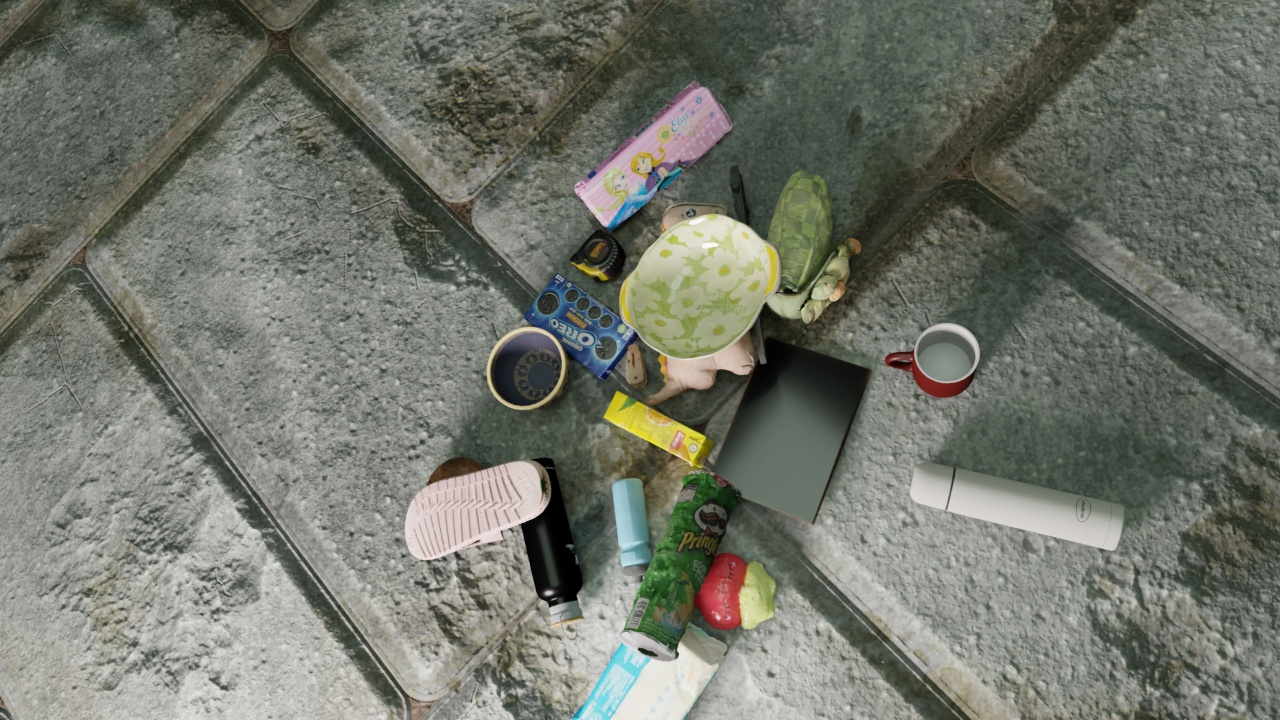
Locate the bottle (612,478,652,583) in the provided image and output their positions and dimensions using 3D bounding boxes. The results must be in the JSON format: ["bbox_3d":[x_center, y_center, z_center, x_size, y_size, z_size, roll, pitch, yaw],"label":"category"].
[{"bbox_3d":[-0.009,0.217,1.169,0.040,0.040,0.130,-11,73,12],"label":"bottle"}]

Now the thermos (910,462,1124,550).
[{"bbox_3d":[0.427,0.164,1.054,0.224,0.052,0.052,12,79,18],"label":"thermos"}]

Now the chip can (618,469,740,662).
[{"bbox_3d":[0.048,0.242,1.088,0.075,0.075,0.222,15,59,18],"label":"chip can"}]

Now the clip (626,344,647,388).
[{"bbox_3d":[-0.009,0.006,1.223,0.025,0.043,0.061,-11,78,11],"label":"clip"}]

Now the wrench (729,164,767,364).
[{"bbox_3d":[0.142,-0.129,1.203,0.018,0.073,0.273,-10,77,13],"label":"wrench"}]

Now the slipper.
[{"bbox_3d":[-0.205,0.189,1.187,0.240,0.064,0.094,-23,73,27],"label":"slipper"}]

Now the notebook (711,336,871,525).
[{"bbox_3d":[0.188,0.084,1.157,0.141,0.008,0.209,19,78,19],"label":"notebook"}]

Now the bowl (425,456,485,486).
[{"bbox_3d":[-0.238,0.188,1.247,0.102,0.026,0.114,-43,70,2],"label":"bowl"}]

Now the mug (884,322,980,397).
[{"bbox_3d":[0.348,0.001,1.102,0.106,0.082,0.073,-1,76,15],"label":"mug"}]

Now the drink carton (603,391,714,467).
[{"bbox_3d":[0.024,0.091,1.182,0.135,0.058,0.043,26,86,20],"label":"drink carton"}]

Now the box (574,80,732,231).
[{"bbox_3d":[0.007,-0.296,1.290,0.230,0.085,0.096,-41,37,3],"label":"box"}]

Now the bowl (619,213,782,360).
[{"bbox_3d":[0.082,-0.084,1.137,0.220,0.060,0.188,-11,68,28],"label":"bowl"}]

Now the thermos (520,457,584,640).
[{"bbox_3d":[-0.115,0.244,1.180,0.061,0.061,0.231,-19,72,10],"label":"thermos"}]

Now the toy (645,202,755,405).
[{"bbox_3d":[0.059,-0.085,1.216,0.196,0.065,0.264,-23,69,5],"label":"toy"}]

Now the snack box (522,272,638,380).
[{"bbox_3d":[-0.083,-0.047,1.264,0.150,0.027,0.082,36,88,21],"label":"snack box"}]

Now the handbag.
[{"bbox_3d":[0.218,-0.139,1.162,0.117,0.113,0.186,14,79,12],"label":"handbag"}]

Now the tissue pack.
[{"bbox_3d":[0.006,0.402,1.104,0.117,0.066,0.209,33,87,20],"label":"tissue pack"}]

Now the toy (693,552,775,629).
[{"bbox_3d":[0.100,0.281,1.119,0.135,0.045,0.091,6,74,19],"label":"toy"}]

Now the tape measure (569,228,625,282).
[{"bbox_3d":[-0.053,-0.144,1.277,0.062,0.038,0.067,35,84,29],"label":"tape measure"}]

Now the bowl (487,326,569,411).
[{"bbox_3d":[-0.144,0.016,1.246,0.112,0.061,0.112,-4,77,16],"label":"bowl"}]
